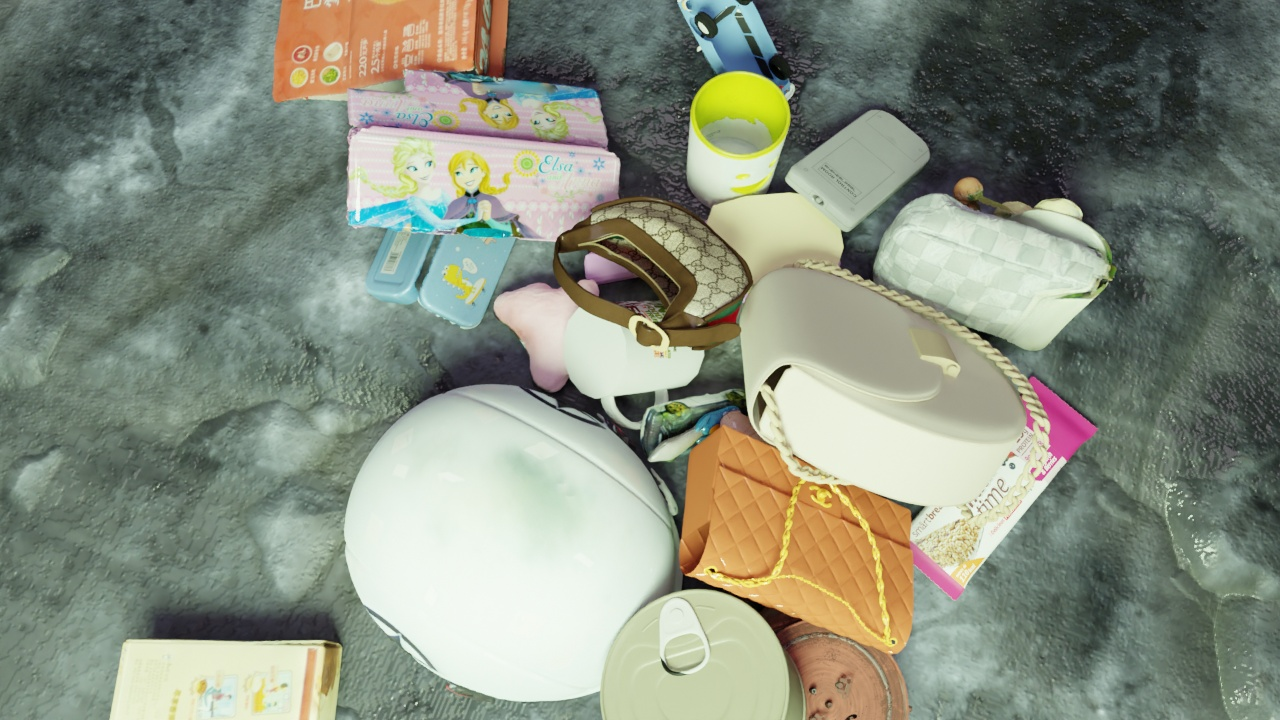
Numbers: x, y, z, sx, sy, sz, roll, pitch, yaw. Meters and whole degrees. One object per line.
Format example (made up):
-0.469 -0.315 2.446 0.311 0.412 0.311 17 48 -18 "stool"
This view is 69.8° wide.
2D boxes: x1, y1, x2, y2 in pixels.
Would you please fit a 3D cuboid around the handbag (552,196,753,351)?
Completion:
0.006 -0.063 0.717 0.138 0.063 0.166 -17 50 -30 "handbag"

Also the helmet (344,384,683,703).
-0.092 0.132 0.681 0.264 0.164 0.236 33 77 8 "helmet"

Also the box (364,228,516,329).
-0.161 -0.139 0.822 0.120 0.049 0.209 18 75 7 "box"

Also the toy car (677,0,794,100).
0.085 -0.284 0.825 0.056 0.153 0.055 -44 41 -3 "toy car"

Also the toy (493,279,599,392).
-0.071 -0.033 0.788 0.093 0.050 0.102 -32 73 -6 "toy"

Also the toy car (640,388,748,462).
0.047 0.051 0.757 0.105 0.048 0.033 -9 31 -24 "toy car"

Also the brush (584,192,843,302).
0.064 -0.095 0.811 0.228 0.043 0.089 -5 73 -2 "brush"

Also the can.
0.045 0.229 0.624 0.128 0.073 0.127 -11 57 17 "can"

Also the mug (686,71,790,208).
0.083 -0.189 0.806 0.082 0.106 0.082 0 74 0 "mug"

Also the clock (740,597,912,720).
0.122 0.245 0.693 0.157 0.072 0.120 40 77 10 "clock"

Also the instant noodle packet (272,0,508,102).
-0.244 -0.327 0.871 0.221 0.084 0.164 -1 78 9 "instant noodle packet"

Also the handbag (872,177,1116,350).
0.293 -0.092 0.777 0.171 0.113 0.123 19 65 6 "handbag"

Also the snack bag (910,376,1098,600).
0.296 0.103 0.765 0.070 0.016 0.196 43 78 13 "snack bag"

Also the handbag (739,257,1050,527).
0.178 0.021 0.703 0.208 0.104 0.210 17 30 -7 "handbag"

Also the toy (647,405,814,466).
0.084 0.092 0.723 0.131 0.096 0.124 -38 115 5 "toy"

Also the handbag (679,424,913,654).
0.116 0.128 0.646 0.172 0.060 0.108 25 50 -18 "handbag"

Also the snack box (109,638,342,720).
-0.314 0.314 0.681 0.153 0.055 0.207 1 73 0 "snack box"

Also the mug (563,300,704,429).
-0.004 0.004 0.749 0.089 0.074 0.105 -6 96 -44 "mug"

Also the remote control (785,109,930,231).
0.199 -0.174 0.823 0.074 0.019 0.150 44 57 11 "remote control"

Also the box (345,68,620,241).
-0.131 -0.181 0.782 0.230 0.066 0.158 0 83 -21 "box"
